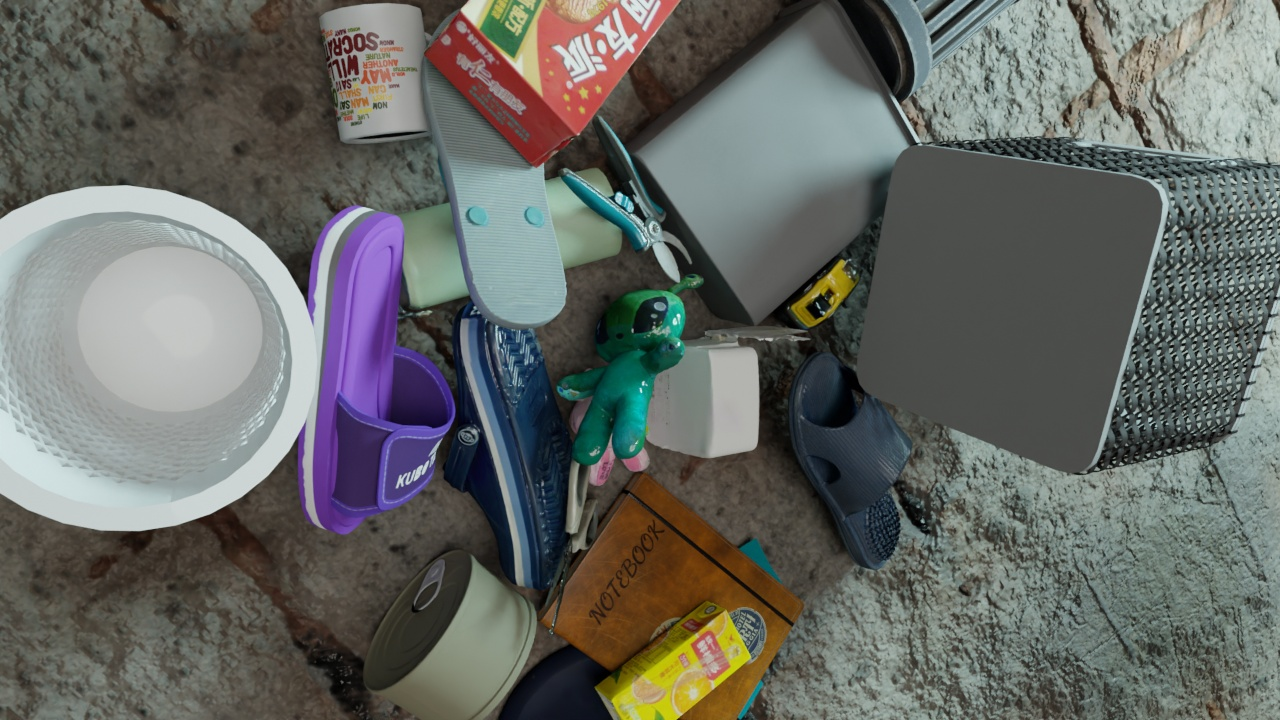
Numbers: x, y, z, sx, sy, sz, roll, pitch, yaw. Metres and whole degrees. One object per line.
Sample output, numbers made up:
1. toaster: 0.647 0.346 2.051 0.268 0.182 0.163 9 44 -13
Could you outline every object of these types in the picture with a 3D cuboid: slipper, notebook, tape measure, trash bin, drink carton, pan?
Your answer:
1. slipper: -0.116 -0.146 0.685 0.098 0.055 0.268 3 70 -31
2. notebook: 0.047 0.235 0.870 0.249 0.014 0.178 41 74 -21
3. tape measure: 0.158 -0.062 0.851 0.042 0.071 0.072 43 74 -23
4. slipper: -0.180 0.027 0.662 0.084 0.107 0.267 16 120 6
5. trash bin: 0.115 -0.172 0.807 0.219 0.098 0.192 -41 109 -10
6. drink carton: 0.032 0.282 0.831 0.134 0.043 0.058 -32 103 -22
7. pan: -0.114 0.357 0.835 0.356 0.021 0.199 1 97 -20
8. slipper: 0.217 0.099 0.859 0.101 0.083 0.264 -54 130 -36
9. trash bin: -0.320 -0.011 0.607 0.195 0.200 0.195 -3 98 -21
10. slipper: -0.115 0.068 0.759 0.095 0.105 0.253 -4 112 13
11. trash bin: 0.266 -0.347 0.809 0.227 0.164 0.164 -40 109 -8

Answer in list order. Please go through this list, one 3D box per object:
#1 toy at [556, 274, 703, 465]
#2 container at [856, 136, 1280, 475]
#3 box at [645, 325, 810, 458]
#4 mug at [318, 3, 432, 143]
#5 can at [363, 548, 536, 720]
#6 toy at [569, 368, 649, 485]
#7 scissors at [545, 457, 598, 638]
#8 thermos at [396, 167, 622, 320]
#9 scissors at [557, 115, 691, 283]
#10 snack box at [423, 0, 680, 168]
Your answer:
1. toy: -0.005 0.004 0.753 0.072 0.131 0.192 44 46 -34
2. container: 0.362 -0.059 0.783 0.243 0.247 0.246 -8 113 -38
3. box: 0.084 0.013 0.822 0.136 0.109 0.128 -4 96 -34
4. mug: -0.186 -0.217 0.705 0.105 0.074 0.089 -18 105 -45
5. can: -0.153 0.227 0.744 0.073 0.128 0.127 43 81 -22
6. toy: -0.028 0.059 0.812 0.063 0.047 0.110 -27 119 -23
7. scissors: -0.056 0.140 0.756 0.012 0.158 0.162 3 88 11
8. thermos: -0.133 -0.088 0.734 0.231 0.082 0.082 -18 103 -18
9. scissors: -0.010 -0.128 0.728 0.156 0.019 0.124 4 80 -46
10. snack box: -0.051 -0.266 0.697 0.113 0.060 0.235 44 53 -20
